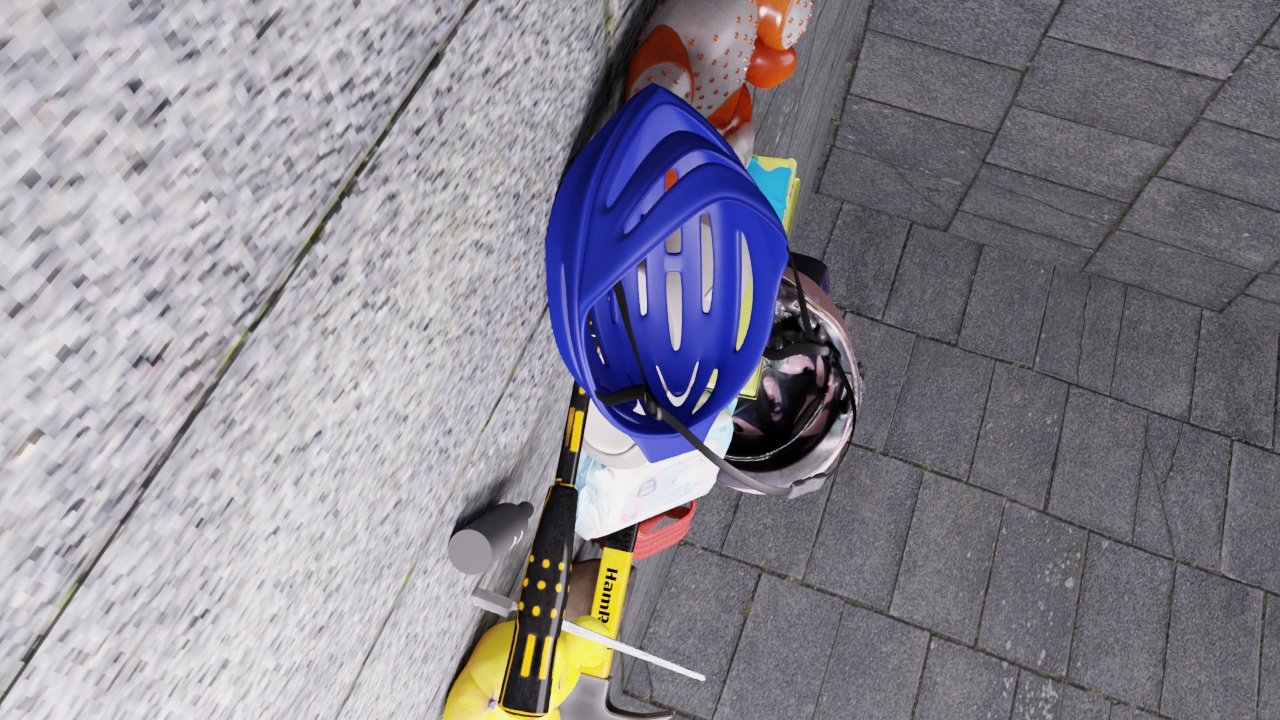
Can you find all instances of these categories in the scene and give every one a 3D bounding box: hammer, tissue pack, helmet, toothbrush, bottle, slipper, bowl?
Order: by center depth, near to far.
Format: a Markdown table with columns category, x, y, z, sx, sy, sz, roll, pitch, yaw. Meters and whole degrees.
| category | x | y | z | sx | sy | sz | roll | pitch | yaw |
| --- | --- | --- | --- | --- | --- | --- | --- | --- | --- |
| helmet | 0.038 | -0.029 | 0.553 | 0.147 | 0.228 | 0.242 | -14 | 123 | -25 |
| bottle | -0.097 | 0.117 | 0.636 | 0.113 | 0.030 | 0.030 | -23 | 132 | -77 |
| hammer | -0.056 | 0.089 | 0.655 | 0.123 | 0.036 | 0.320 | 43 | 55 | -68 |
| toothbrush | -0.040 | 0.200 | 0.662 | 0.010 | 0.181 | 0.010 | -51 | 153 | -56 |
| slipper | 0.011 | -0.037 | 0.774 | 0.266 | 0.113 | 0.080 | -66 | 159 | -1 |
| tissue pack | 0.013 | 0.098 | 0.890 | 0.181 | 0.070 | 0.112 | -16 | 135 | -30 |
| hammer | -0.025 | 0.229 | 0.962 | 0.034 | 0.170 | 0.324 | 31 | 70 | -76 |
| helmet | 0.122 | 0.010 | 0.999 | 0.255 | 0.230 | 0.152 | 67 | 20 | -13 |
| bowl | -0.065 | 0.304 | 1.066 | 0.162 | 0.070 | 0.162 | 20 | 89 | -81 |
| slipper | 0.010 | 0.201 | 1.091 | 0.103 | 0.059 | 0.249 | -20 | 164 | -21 |

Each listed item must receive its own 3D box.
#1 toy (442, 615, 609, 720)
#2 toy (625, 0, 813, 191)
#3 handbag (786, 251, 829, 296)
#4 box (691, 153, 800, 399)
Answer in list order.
| category | x | y | z | sx | sy | sz | roll | pitch | yaw |
| --- | --- | --- | --- | --- | --- | --- | --- | --- | --- |
| toy | -0.096 | 0.260 | 0.769 | 0.134 | 0.087 | 0.194 | -53 | 166 | -2 |
| toy | 0.045 | -0.184 | 0.663 | 0.163 | 0.093 | 0.173 | -43 | 164 | -21 |
| handbag | 0.128 | -0.026 | 1.138 | 0.125 | 0.205 | 0.222 | -50 | 151 | -65 |
| box | 0.072 | -0.084 | 0.864 | 0.082 | 0.124 | 0.221 | 40 | 60 | -78 |
